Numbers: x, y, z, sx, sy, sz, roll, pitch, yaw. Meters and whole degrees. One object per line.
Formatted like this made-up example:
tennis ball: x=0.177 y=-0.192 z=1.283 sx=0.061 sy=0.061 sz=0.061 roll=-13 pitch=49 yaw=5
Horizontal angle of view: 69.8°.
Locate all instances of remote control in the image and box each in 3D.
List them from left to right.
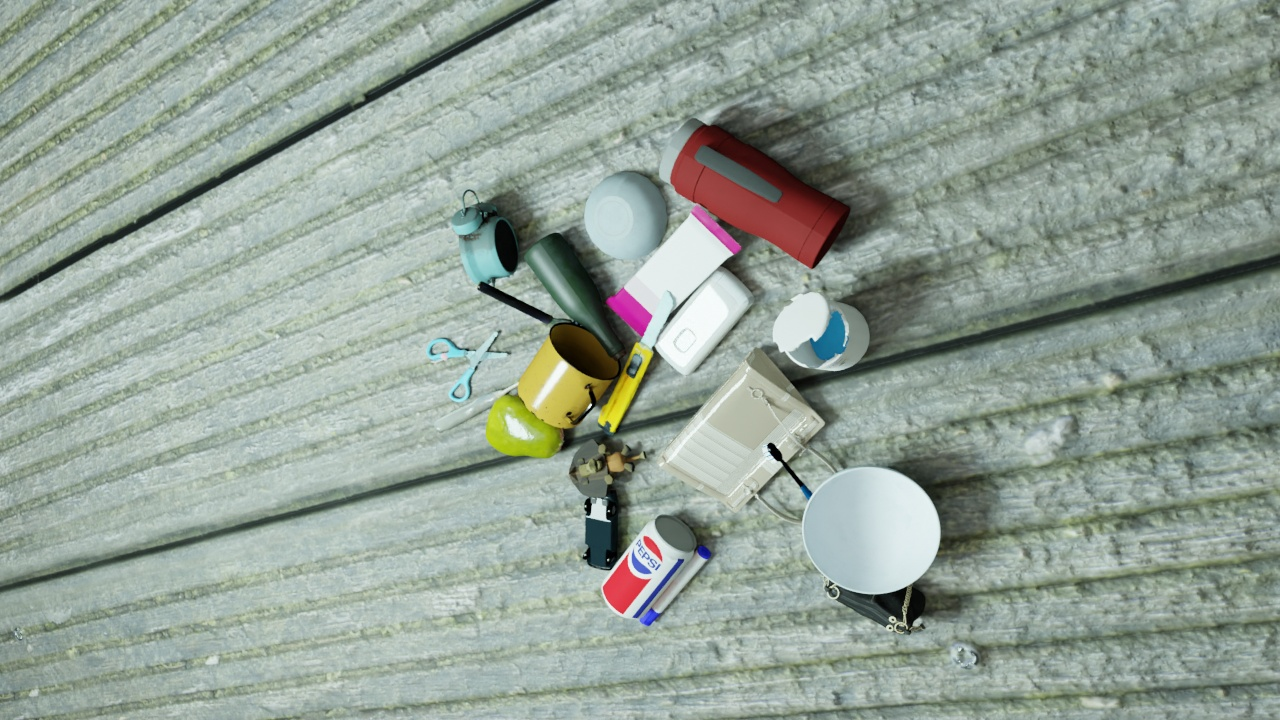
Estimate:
remote control: x=0.073 y=-0.045 z=1.087 sx=0.060 sy=0.025 sz=0.139 roll=45 pitch=119 yaw=10

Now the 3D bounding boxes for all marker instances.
marker: x=0.043 y=0.293 z=1.187 sx=0.020 sy=0.020 sz=0.142 roll=41 pitch=116 yaw=12

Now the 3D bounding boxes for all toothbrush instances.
toothbrush: x=-0.212 y=0.057 z=1.253 sx=0.186 sy=0.024 sz=0.022 roll=-28 pitch=129 yaw=28
toothbrush: x=0.194 y=0.157 z=1.055 sx=0.014 sy=0.014 sz=0.168 roll=-29 pitch=109 yaw=35

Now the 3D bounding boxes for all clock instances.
clock: x=-0.196 y=-0.155 z=1.156 sx=0.053 sy=0.089 sz=0.124 roll=-9 pitch=109 yaw=16

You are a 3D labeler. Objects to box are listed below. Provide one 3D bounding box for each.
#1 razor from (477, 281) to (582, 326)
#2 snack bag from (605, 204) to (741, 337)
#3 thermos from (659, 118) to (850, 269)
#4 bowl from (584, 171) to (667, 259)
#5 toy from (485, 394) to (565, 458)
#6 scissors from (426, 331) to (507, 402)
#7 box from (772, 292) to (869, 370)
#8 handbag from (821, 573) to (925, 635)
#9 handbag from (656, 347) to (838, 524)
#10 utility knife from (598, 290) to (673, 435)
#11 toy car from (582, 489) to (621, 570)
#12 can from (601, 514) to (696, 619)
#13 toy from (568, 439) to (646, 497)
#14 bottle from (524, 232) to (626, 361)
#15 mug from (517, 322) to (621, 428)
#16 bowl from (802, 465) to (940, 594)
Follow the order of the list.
razor: x=-0.138 y=-0.063 z=1.150 sx=0.144 sy=0.022 sz=0.043 roll=24 pitch=115 yaw=-16
snack bag: x=0.034 y=-0.099 z=1.069 sx=0.070 sy=0.016 sz=0.197 roll=42 pitch=133 yaw=-4
thermos: x=0.119 y=-0.183 z=0.986 sx=0.198 sy=0.108 sz=0.084 roll=33 pitch=95 yaw=13
bowl: x=-0.024 y=-0.171 z=1.096 sx=0.106 sy=0.039 sz=0.106 roll=6 pitch=105 yaw=24
toy: x=-0.153 y=0.095 z=1.217 sx=0.110 sy=0.051 sz=0.090 roll=25 pitch=114 yaw=16
scissors: x=-0.234 y=0.012 z=1.257 sx=0.141 sy=0.015 sz=0.111 roll=-1 pitch=102 yaw=32
box: x=0.188 y=-0.032 z=0.971 sx=0.080 sy=0.143 sz=0.089 roll=-28 pitch=78 yaw=23
handbag: x=0.263 y=0.269 z=1.041 sx=0.128 sy=0.079 sz=0.054 roll=27 pitch=114 yaw=19
handbag: x=0.150 y=0.116 z=1.083 sx=0.198 sy=0.062 sz=0.176 roll=41 pitch=117 yaw=3
utility knife: x=-0.007 y=0.007 z=1.130 sx=0.030 sy=0.019 sz=0.224 roll=33 pitch=120 yaw=12
toy car: x=-0.050 y=0.221 z=1.207 sx=0.046 sy=0.034 sz=0.112 roll=8 pitch=105 yaw=24
can: x=0.010 y=0.263 z=1.168 sx=0.070 sy=0.070 sz=0.132 roll=40 pitch=116 yaw=12
toy: x=-0.042 y=0.134 z=1.170 sx=0.100 sy=0.062 sz=0.076 roll=-19 pitch=72 yaw=18
bottle: x=-0.074 y=-0.074 z=1.136 sx=0.055 sy=0.055 sz=0.174 roll=-37 pitch=86 yaw=28
mug: x=-0.087 y=0.029 z=1.133 sx=0.094 sy=0.100 sz=0.123 roll=-53 pitch=41 yaw=28
bowl: x=0.254 y=0.176 z=1.019 sx=0.144 sy=0.074 sz=0.144 roll=2 pitch=102 yaw=12
